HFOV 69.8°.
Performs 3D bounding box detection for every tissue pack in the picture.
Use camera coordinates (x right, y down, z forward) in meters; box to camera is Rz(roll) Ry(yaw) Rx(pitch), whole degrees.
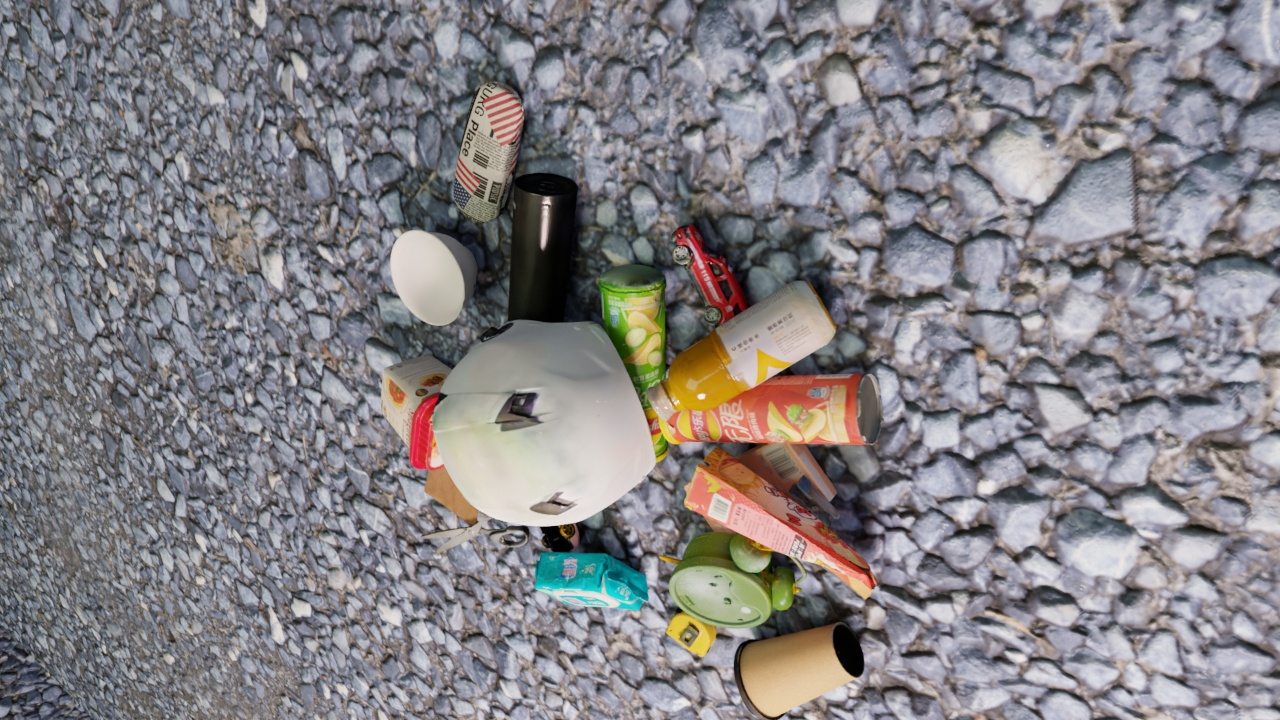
[{"bbox_3d":[-0.062,0.279,1.158,0.134,0.050,0.093,-8,146,37],"label":"tissue pack"}]

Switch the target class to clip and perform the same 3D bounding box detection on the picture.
[{"bbox_3d":[0.177,0.145,0.934,0.058,0.026,0.038,42,120,2],"label":"clip"}]

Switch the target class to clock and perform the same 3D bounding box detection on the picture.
[{"bbox_3d":[0.107,0.241,1.022,0.162,0.056,0.116,-19,123,34],"label":"clock"}]

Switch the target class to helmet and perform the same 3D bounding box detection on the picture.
[{"bbox_3d":[-0.124,0.082,0.964,0.259,0.145,0.229,-7,109,31],"label":"helmet"}]

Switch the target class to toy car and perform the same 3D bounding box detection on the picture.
[{"bbox_3d":[-0.116,0.193,1.190,0.056,0.037,0.122,-37,76,42],"label":"toy car"},{"bbox_3d":[0.070,-0.082,0.916,0.045,0.052,0.120,-28,102,14],"label":"toy car"}]

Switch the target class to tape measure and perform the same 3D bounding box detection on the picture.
[{"bbox_3d":[0.063,0.335,1.135,0.060,0.028,0.057,33,126,18],"label":"tape measure"}]

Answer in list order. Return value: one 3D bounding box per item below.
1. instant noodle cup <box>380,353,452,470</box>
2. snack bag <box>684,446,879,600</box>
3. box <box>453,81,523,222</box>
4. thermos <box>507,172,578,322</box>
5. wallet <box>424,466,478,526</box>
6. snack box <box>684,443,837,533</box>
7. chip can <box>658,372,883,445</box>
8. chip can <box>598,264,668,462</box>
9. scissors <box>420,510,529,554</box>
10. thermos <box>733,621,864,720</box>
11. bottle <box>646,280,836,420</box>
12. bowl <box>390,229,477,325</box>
[{"bbox_3d":[-0.271,0.061,1.191,0.124,0.116,0.117,36,129,31],"label":"instant noodle cup"},{"bbox_3d":[0.146,0.170,0.924,0.208,0.073,0.129,31,169,18],"label":"snack bag"},{"bbox_3d":[-0.167,-0.231,1.022,0.068,0.051,0.165,42,128,24],"label":"box"},{"bbox_3d":[-0.112,-0.079,1.024,0.068,0.090,0.243,1,120,-11],"label":"thermos"},{"bbox_3d":[-0.254,0.168,1.285,0.101,0.020,0.115,32,124,18],"label":"wallet"},{"bbox_3d":[0.127,0.140,0.998,0.158,0.026,0.084,-33,92,41],"label":"snack box"},{"bbox_3d":[0.127,0.048,0.918,0.217,0.073,0.073,-3,110,31],"label":"chip can"},{"bbox_3d":[-0.006,0.006,0.997,0.073,0.072,0.221,14,119,30],"label":"chip can"},{"bbox_3d":[-0.229,0.241,1.280,0.163,0.014,0.165,25,120,6],"label":"scissors"},{"bbox_3d":[0.175,0.345,1.030,0.144,0.092,0.093,-32,91,32],"label":"thermos"},{"bbox_3d":[0.093,-0.004,0.880,0.190,0.068,0.068,-32,92,12],"label":"bottle"},{"bbox_3d":[-0.237,-0.108,1.109,0.118,0.064,0.118,15,120,28],"label":"bowl"}]
